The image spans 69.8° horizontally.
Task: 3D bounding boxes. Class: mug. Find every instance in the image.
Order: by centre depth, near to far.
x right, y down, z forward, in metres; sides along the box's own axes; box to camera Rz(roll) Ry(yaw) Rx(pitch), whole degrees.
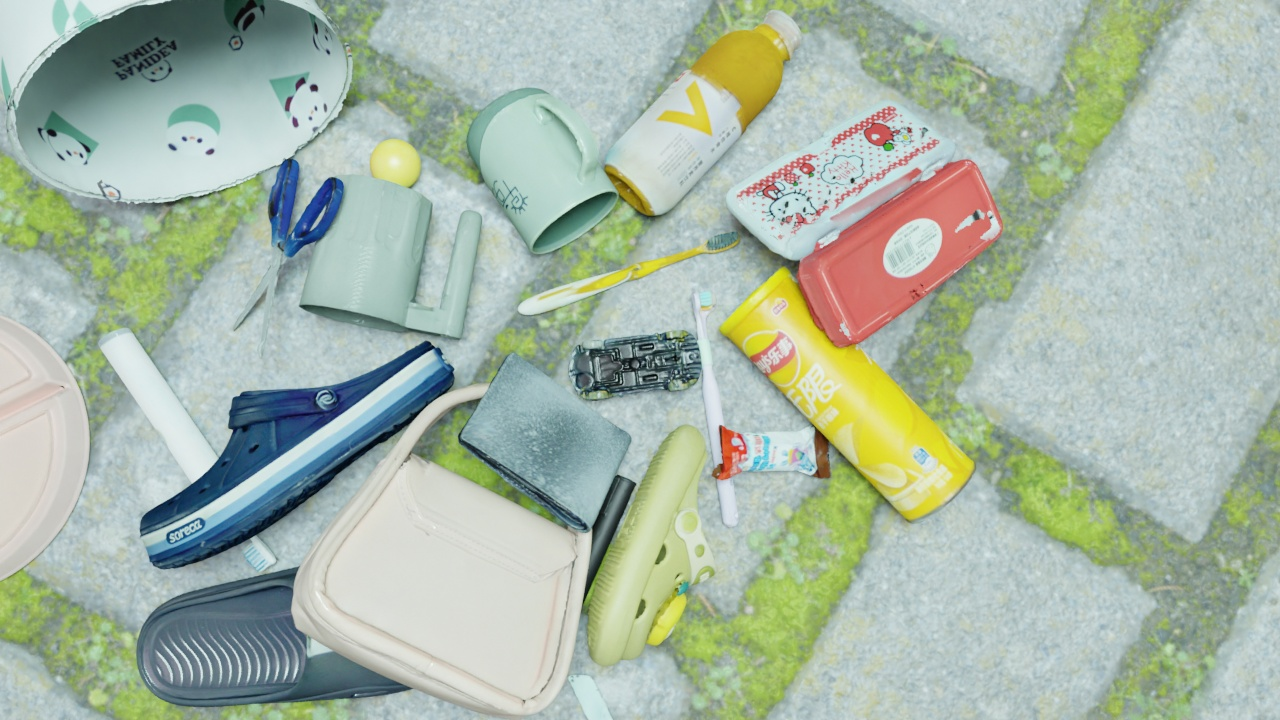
[{"bbox_3d":[-0.073,-0.155,0.703,0.082,0.112,0.106,-28,83,-34],"label":"mug"},{"bbox_3d":[-0.190,-0.077,0.709,0.124,0.084,0.103,10,82,-3],"label":"mug"}]

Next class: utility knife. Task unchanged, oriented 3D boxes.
[{"bbox_3d":[-0.006,0.327,0.706,0.034,0.018,0.191,-28,84,-3],"label":"utility knife"}]

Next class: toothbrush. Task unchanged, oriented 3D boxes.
[{"bbox_3d":[-0.352,0.070,0.718,0.026,0.027,0.221,-35,87,-10],"label":"toothbrush"},{"bbox_3d":[0.062,0.038,0.734,0.021,0.029,0.189,-10,85,38],"label":"toothbrush"},{"bbox_3d":[-0.008,-0.071,0.742,0.191,0.018,0.016,-19,84,-3],"label":"toothbrush"}]

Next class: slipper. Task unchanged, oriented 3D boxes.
[{"bbox_3d":[-0.256,0.055,0.671,0.252,0.105,0.095,-35,89,-14],"label":"slipper"},{"bbox_3d":[-0.251,0.209,0.680,0.268,0.083,0.110,-9,87,-1],"label":"slipper"},{"bbox_3d":[0.021,0.144,0.689,0.081,0.092,0.190,22,81,-2],"label":"slipper"}]

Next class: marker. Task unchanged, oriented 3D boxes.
[{"bbox_3d":[-0.038,0.152,0.719,0.020,0.022,0.132,20,83,38],"label":"marker"}]

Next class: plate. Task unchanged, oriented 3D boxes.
[{"bbox_3d":[-0.551,0.069,0.714,0.229,0.028,0.229,0,85,-2],"label":"plate"}]

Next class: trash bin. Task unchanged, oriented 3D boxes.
[{"bbox_3d":[-0.369,-0.282,0.662,0.229,0.230,0.252,-29,80,-4],"label":"trash bin"}]

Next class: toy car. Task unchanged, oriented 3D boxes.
[{"bbox_3d":[-0.004,0.004,0.728,0.105,0.031,0.049,-7,83,4],"label":"toy car"}]

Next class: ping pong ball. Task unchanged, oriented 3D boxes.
[{"bbox_3d":[-0.196,-0.157,0.735,0.040,0.040,0.040,0,84,-1],"label":"ping pong ball"}]

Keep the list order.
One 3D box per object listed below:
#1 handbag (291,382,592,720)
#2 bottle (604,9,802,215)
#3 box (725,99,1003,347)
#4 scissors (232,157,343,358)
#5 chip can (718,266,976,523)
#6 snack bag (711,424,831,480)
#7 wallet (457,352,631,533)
[{"bbox_3d":[-0.119,0.121,0.667,0.193,0.094,0.233,31,61,-18],"label":"handbag"},{"bbox_3d":[0.053,-0.200,0.730,0.068,0.068,0.189,43,85,3],"label":"bottle"},{"bbox_3d":[0.180,-0.115,0.707,0.200,0.060,0.161,-34,84,-26],"label":"box"},{"bbox_3d":[-0.274,-0.088,0.706,0.163,0.012,0.175,-26,58,37],"label":"scissors"},{"bbox_3d":[0.158,0.027,0.710,0.072,0.072,0.213,-43,88,-5],"label":"chip can"},{"bbox_3d":[0.103,0.072,0.721,0.105,0.026,0.045,1,81,-21],"label":"snack bag"},{"bbox_3d":[-0.069,0.059,0.688,0.121,0.019,0.097,38,43,-12],"label":"wallet"}]
